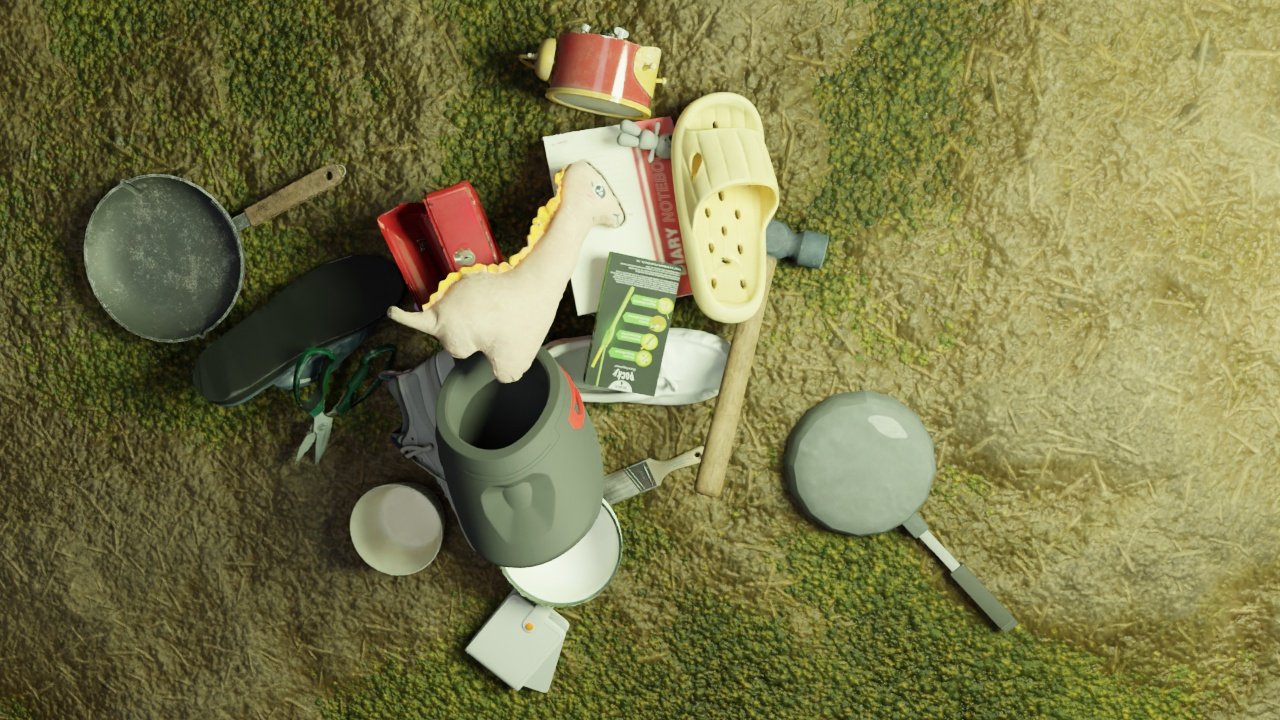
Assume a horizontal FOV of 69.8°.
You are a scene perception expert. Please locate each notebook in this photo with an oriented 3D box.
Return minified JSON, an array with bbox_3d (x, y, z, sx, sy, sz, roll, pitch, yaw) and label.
[{"bbox_3d":[-0.018,-0.166,1.042,0.153,0.012,0.208,-11,86,-5],"label":"notebook"}]

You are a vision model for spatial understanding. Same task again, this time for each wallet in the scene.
[{"bbox_3d":[-0.143,0.359,1.160,0.115,0.037,0.118,39,104,-1],"label":"wallet"}]

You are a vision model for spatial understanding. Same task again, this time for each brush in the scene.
[{"bbox_3d":[0.012,0.138,1.122,0.151,0.012,0.039,-23,96,8],"label":"brush"}]

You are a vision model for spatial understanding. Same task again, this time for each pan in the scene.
[{"bbox_3d":[0.321,0.191,1.086,0.179,0.041,0.357,-43,93,10],"label":"pan"},{"bbox_3d":[-0.506,-0.155,1.113,0.357,0.040,0.207,-23,96,8],"label":"pan"}]

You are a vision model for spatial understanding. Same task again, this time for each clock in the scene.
[{"bbox_3d":[-0.055,-0.322,1.006,0.159,0.117,0.081,12,96,10],"label":"clock"}]

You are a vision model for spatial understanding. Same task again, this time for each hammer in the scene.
[{"bbox_3d":[0.112,-0.005,1.034,0.129,0.040,0.321,14,83,5],"label":"hammer"}]

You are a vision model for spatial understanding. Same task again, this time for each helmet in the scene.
[{"bbox_3d":[-0.123,0.113,0.987,0.164,0.264,0.170,-18,131,2],"label":"helmet"}]

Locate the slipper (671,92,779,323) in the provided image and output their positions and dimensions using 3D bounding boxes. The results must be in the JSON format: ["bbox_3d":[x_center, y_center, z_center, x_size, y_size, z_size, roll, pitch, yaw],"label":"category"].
[{"bbox_3d":[0.096,-0.172,0.990,0.111,0.079,0.261,-1,85,-16],"label":"slipper"}]

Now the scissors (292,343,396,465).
[{"bbox_3d":[-0.363,0.052,1.126,0.015,0.141,0.210,45,133,26],"label":"scissors"}]

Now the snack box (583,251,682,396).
[{"bbox_3d":[-0.009,-0.040,1.018,0.080,0.025,0.147,11,98,-8],"label":"snack box"}]

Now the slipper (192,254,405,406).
[{"bbox_3d":[-0.399,-0.028,1.108,0.265,0.083,0.109,-35,65,-8],"label":"slipper"}]

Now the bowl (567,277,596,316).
[{"bbox_3d":[-0.030,-0.100,1.065,0.114,0.045,0.114,0,84,-3],"label":"bowl"}]

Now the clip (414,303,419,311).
[{"bbox_3d":[-0.249,-0.078,1.113,0.052,0.042,0.014,-29,96,45],"label":"clip"}]

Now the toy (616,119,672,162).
[{"bbox_3d":[0.028,-0.241,1.031,0.111,0.030,0.049,15,77,-13],"label":"toy"}]

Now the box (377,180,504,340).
[{"bbox_3d":[-0.200,-0.116,1.045,0.112,0.134,0.157,-23,96,10],"label":"box"}]

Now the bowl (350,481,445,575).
[{"bbox_3d":[-0.292,0.200,1.135,0.115,0.062,0.115,1,99,5],"label":"bowl"}]

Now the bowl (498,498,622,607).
[{"bbox_3d":[-0.094,0.213,1.114,0.153,0.072,0.153,1,99,6],"label":"bowl"}]

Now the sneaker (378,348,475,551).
[{"bbox_3d":[-0.235,0.116,1.109,0.129,0.096,0.263,-10,99,19],"label":"sneaker"}]

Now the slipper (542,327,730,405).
[{"bbox_3d":[-0.006,0.006,1.079,0.247,0.074,0.112,0,114,4],"label":"slipper"}]

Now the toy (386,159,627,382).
[{"bbox_3d":[-0.127,-0.112,0.963,0.196,0.065,0.264,28,75,-26],"label":"toy"}]
